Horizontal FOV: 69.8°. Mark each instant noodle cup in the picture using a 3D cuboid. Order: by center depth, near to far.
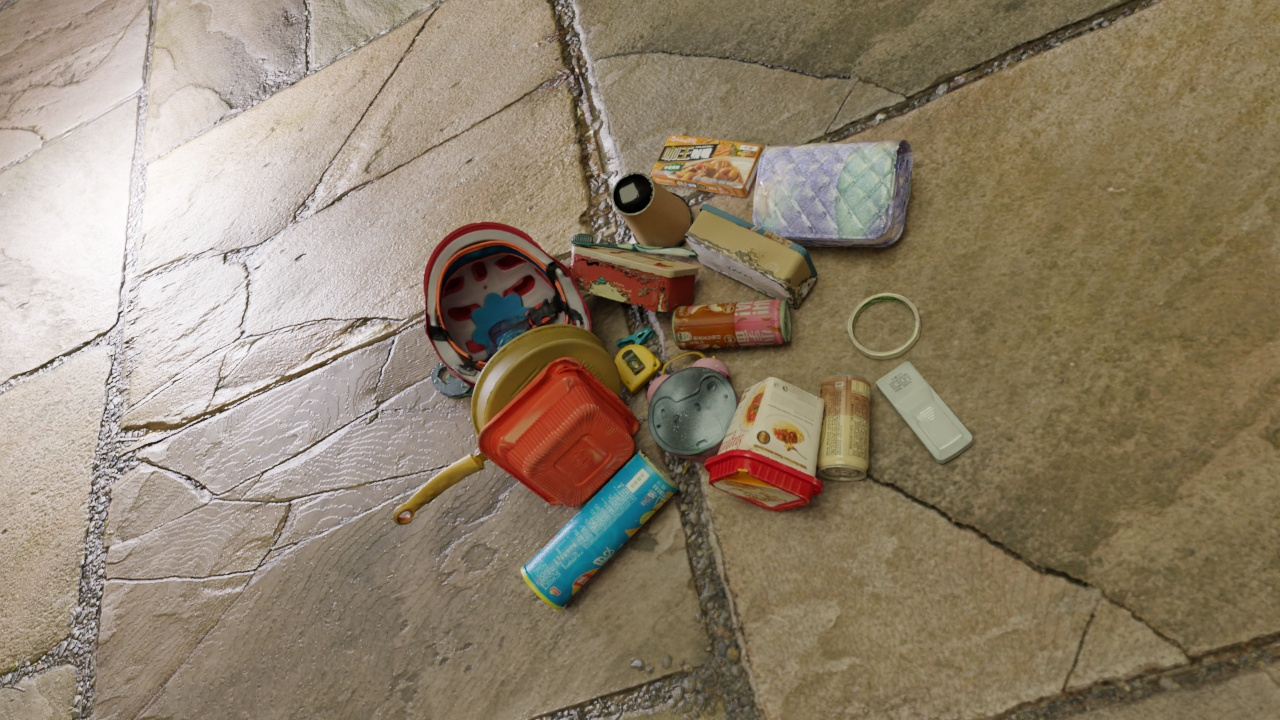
[{"bbox_3d":[0.150,0.095,1.054,0.116,0.117,0.124,23,67,-13],"label":"instant noodle cup"},{"bbox_3d":[-0.088,0.101,1.129,0.164,0.189,0.079,-45,42,0],"label":"instant noodle cup"}]

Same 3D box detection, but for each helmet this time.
[{"bbox_3d":[-0.187,-0.057,1.255,0.206,0.144,0.240,-27,78,-12],"label":"helmet"}]

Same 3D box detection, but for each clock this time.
[{"bbox_3d":[0.068,0.056,1.159,0.117,0.060,0.158,-25,59,13],"label":"clock"}]

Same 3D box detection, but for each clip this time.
[{"bbox_3d":[-0.005,-0.026,1.261,0.054,0.013,0.033,-39,57,3],"label":"clip"}]

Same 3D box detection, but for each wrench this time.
[{"bbox_3d":[-0.194,0.039,1.317,0.274,0.016,0.056,7,70,29],"label":"wrench"}]

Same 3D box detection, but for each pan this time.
[{"bbox_3d":[-0.179,0.099,1.175,0.357,0.197,0.078,-46,42,0],"label":"pan"}]

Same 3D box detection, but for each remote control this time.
[{"bbox_3d":[0.327,0.059,1.057,0.049,0.024,0.125,-36,56,5],"label":"remote control"}]

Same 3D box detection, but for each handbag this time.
[{"bbox_3d":[0.245,-0.216,1.187,0.194,0.075,0.134,7,90,32],"label":"handbag"}]

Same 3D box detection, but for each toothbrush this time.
[{"bbox_3d":[-0.001,-0.158,1.265,0.191,0.018,0.016,5,30,-8],"label":"toothbrush"}]

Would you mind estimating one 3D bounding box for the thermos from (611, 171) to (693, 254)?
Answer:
[{"bbox_3d":[0.014,-0.207,1.271,0.093,0.143,0.093,-5,77,20],"label":"thermos"}]

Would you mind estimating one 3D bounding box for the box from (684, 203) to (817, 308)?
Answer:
[{"bbox_3d":[0.138,-0.140,1.203,0.184,0.090,0.059,33,83,28],"label":"box"}]

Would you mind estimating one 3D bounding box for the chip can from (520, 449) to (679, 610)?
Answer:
[{"bbox_3d":[-0.050,0.208,1.133,0.210,0.071,0.071,-45,56,-2],"label":"chip can"}]

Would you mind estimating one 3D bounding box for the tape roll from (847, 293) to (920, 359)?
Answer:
[{"bbox_3d":[0.299,-0.043,1.125,0.086,0.014,0.085,-11,62,21],"label":"tape roll"}]

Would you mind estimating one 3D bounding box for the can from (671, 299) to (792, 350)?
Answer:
[{"bbox_3d":[0.117,-0.046,1.180,0.147,0.058,0.057,-3,64,19],"label":"can"}]

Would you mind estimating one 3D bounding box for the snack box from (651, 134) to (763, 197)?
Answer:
[{"bbox_3d":[0.097,-0.284,1.331,0.154,0.026,0.075,15,73,30],"label":"snack box"}]

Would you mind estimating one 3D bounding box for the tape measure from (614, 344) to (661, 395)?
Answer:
[{"bbox_3d":[-0.007,0.007,1.229,0.060,0.029,0.057,-43,73,0],"label":"tape measure"}]

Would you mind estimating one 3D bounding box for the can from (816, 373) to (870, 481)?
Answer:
[{"bbox_3d":[0.237,0.078,1.068,0.059,0.058,0.116,-3,65,24],"label":"can"}]

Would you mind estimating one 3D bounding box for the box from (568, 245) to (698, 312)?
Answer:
[{"bbox_3d":[-0.014,-0.107,1.254,0.168,0.091,0.076,17,108,31],"label":"box"}]
